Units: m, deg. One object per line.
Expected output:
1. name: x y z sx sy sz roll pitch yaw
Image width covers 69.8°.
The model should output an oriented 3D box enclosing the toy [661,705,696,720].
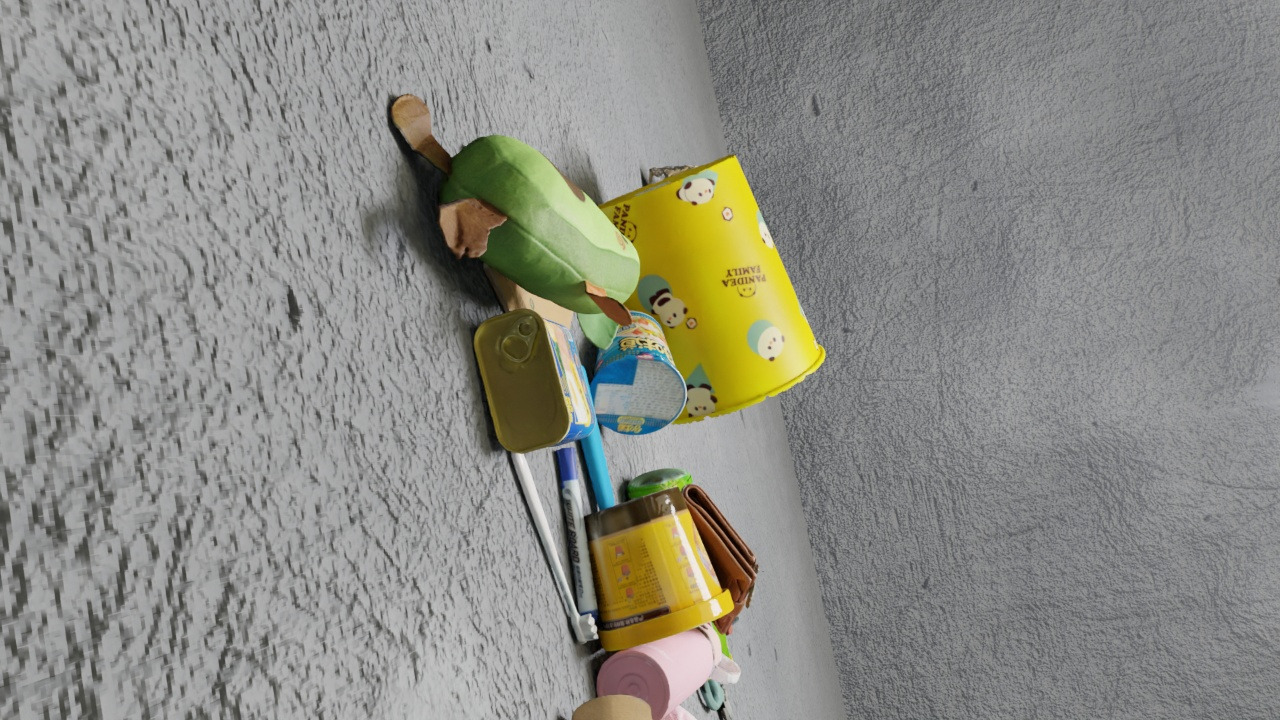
1. toy: 0.051 0.391 0.849 0.121 0.054 0.160 47 -29 50

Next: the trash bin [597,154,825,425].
1. trash bin: 0.067 -0.087 1.075 0.229 0.230 0.255 -61 131 -71

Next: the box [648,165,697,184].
1. box: 0.072 -0.251 1.501 0.184 0.090 0.061 46 46 -63

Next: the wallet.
1. wallet: 0.068 0.191 0.856 0.119 0.035 0.131 54 -26 28

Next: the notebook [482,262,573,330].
1. notebook: -0.092 -0.080 0.835 0.207 0.008 0.148 -85 159 -53

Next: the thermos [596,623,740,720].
1. thermos: 0.033 0.284 0.836 0.067 0.087 0.198 -67 159 0

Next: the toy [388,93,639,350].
1. toy: -0.078 -0.099 0.679 0.227 0.090 0.246 53 13 31

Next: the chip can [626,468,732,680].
1. chip can: 0.041 0.225 0.973 0.072 0.073 0.221 -19 97 -77

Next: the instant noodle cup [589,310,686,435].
1. instant noodle cup: -0.006 0.006 0.949 0.109 0.099 0.099 -96 167 -56

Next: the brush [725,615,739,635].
1. brush: 0.065 0.255 1.086 0.069 0.063 0.146 -15 92 -47

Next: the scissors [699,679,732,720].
1. scissors: 0.093 0.411 1.145 0.143 0.019 0.180 -69 146 -68

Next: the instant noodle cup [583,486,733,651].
1. instant noodle cup: 0.007 0.178 0.797 0.118 0.118 0.114 18 52 -75

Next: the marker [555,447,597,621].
1. marker: -0.053 0.145 0.772 0.017 0.017 0.145 33 46 -71

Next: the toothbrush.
1. toothbrush: -0.067 0.144 0.714 0.016 0.016 0.180 -85 159 -72

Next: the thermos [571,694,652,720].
1. thermos: -0.015 0.313 0.638 0.143 0.093 0.093 -100 169 -48

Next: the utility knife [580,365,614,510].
1. utility knife: -0.039 0.107 0.859 0.034 0.018 0.218 -18 94 -77

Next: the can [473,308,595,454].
1. can: -0.077 0.017 0.694 0.083 0.057 0.102 17 56 -77
